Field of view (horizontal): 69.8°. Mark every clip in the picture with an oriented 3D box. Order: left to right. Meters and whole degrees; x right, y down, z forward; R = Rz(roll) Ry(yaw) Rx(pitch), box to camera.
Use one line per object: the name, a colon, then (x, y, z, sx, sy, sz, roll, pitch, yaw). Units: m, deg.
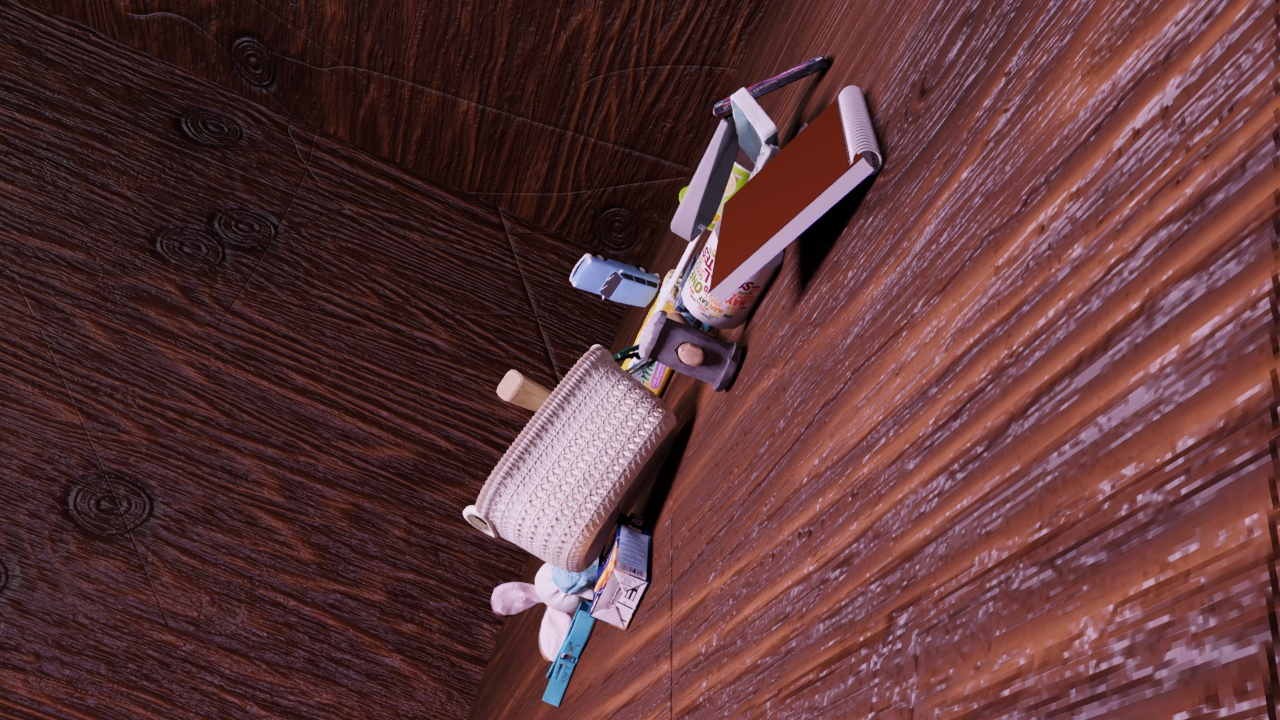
clip: (-0.085, 0.353, 1.139, 0.113, 0.028, 0.127, -87, 20, -72)

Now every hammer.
hammer: (-0.081, 0.074, 1.186, 0.117, 0.051, 0.322, -56, -31, 0)
hammer: (0.050, -0.028, 1.038, 0.328, 0.098, 0.052, -87, 20, -82)

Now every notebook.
notebook: (0.132, -0.153, 0.804, 0.172, 0.022, 0.208, -41, 16, 27)

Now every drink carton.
drink carton: (-0.019, 0.214, 0.946, 0.130, 0.040, 0.064, -84, 19, -75)

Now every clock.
clock: (0.080, -0.092, 1.248, 0.129, 0.052, 0.090, -71, 6, -48)

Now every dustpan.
dustpan: (0.081, -0.202, 1.197, 0.258, 0.033, 0.162, -62, -6, 27)

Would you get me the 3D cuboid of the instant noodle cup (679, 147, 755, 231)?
instant noodle cup: (0.126, -0.259, 1.351, 0.108, 0.099, 0.098, -52, 13, 39)

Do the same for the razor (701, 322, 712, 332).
razor: (0.093, -0.059, 1.128, 0.042, 0.022, 0.143, 126, 167, -65)

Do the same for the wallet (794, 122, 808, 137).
wallet: (0.160, -0.196, 0.997, 0.099, 0.031, 0.120, -81, 17, -65)

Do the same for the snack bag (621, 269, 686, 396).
snack bag: (0.025, -0.021, 1.420, 0.159, 0.068, 0.248, -83, 18, -73)

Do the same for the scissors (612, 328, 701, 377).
scissors: (-0.007, 0.007, 1.230, 0.205, 0.015, 0.201, -37, -14, 35)

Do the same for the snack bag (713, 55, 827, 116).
snack bag: (0.166, -0.352, 1.177, 0.155, 0.018, 0.074, -22, 16, 14)

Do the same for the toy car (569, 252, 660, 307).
toy car: (-0.035, -0.121, 1.417, 0.056, 0.153, 0.054, -53, 45, 28)

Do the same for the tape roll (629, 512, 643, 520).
tape roll: (-0.027, 0.235, 1.079, 0.092, 0.016, 0.092, 119, 173, -49)

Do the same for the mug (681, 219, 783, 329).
mug: (0.102, -0.094, 0.951, 0.105, 0.073, 0.090, -31, -22, -42)

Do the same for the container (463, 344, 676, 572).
container: (-0.068, 0.116, 1.037, 0.245, 0.143, 0.185, -53, -13, -19)

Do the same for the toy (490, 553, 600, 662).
toy: (-0.097, 0.283, 1.215, 0.206, 0.131, 0.105, -57, -7, 32)

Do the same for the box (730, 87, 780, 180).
box: (0.131, -0.235, 1.094, 0.197, 0.075, 0.125, 20, -95, -81)

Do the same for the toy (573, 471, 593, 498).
toy: (-0.086, 0.191, 1.532, 0.193, 0.097, 0.236, -53, 5, 39)
